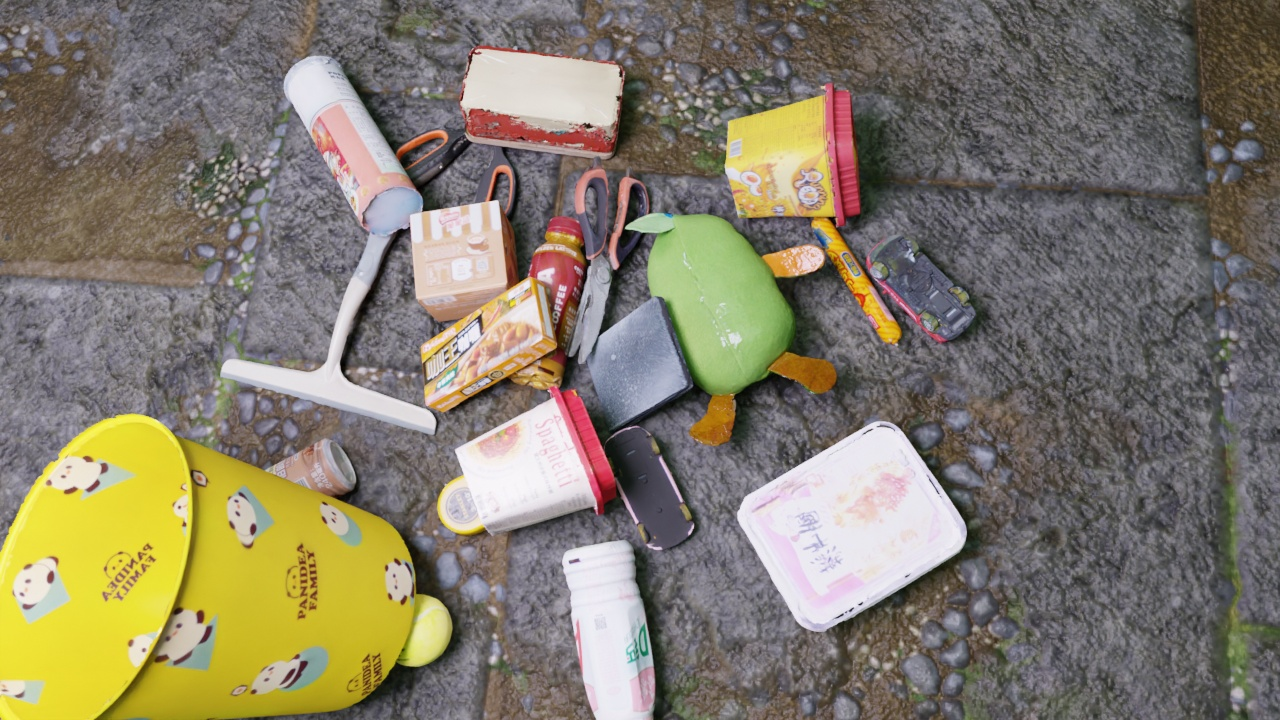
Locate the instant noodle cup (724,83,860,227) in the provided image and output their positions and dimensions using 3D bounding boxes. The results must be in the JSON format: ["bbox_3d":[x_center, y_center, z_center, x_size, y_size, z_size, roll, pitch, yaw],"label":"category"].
[{"bbox_3d":[0.154,-0.200,0.924,0.124,0.116,0.115,-5,53,16],"label":"instant noodle cup"}]

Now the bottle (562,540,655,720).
[{"bbox_3d":[-0.024,0.266,0.832,0.068,0.068,0.196,-11,77,2],"label":"bottle"}]

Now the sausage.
[{"bbox_3d":[0.219,-0.084,0.933,0.021,0.021,0.165,-27,73,-3],"label":"sausage"}]

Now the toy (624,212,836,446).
[{"bbox_3d":[0.079,-0.047,0.901,0.227,0.090,0.246,-27,69,11],"label":"toy"}]

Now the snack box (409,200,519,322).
[{"bbox_3d":[-0.178,-0.101,0.947,0.093,0.077,0.094,-9,74,3],"label":"snack box"}]

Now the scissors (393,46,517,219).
[{"bbox_3d":[-0.168,-0.243,1.019,0.221,0.022,0.224,-19,75,-6],"label":"scissors"}]

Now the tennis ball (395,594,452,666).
[{"bbox_3d":[-0.208,0.251,0.853,0.065,0.065,0.065,-1,74,5],"label":"tennis ball"}]

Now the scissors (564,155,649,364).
[{"bbox_3d":[-0.048,-0.106,0.930,0.205,0.015,0.194,-38,108,-37],"label":"scissors"}]

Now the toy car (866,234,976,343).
[{"bbox_3d":[0.275,-0.070,0.911,0.053,0.045,0.120,-37,79,-8],"label":"toy car"}]

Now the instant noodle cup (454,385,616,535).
[{"bbox_3d":[-0.097,0.101,0.854,0.124,0.117,0.116,-22,73,-9],"label":"instant noodle cup"}]

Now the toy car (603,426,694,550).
[{"bbox_3d":[0.007,0.123,0.887,0.056,0.037,0.122,-26,86,-2],"label":"toy car"}]

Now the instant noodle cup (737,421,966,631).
[{"bbox_3d":[0.192,0.153,0.847,0.173,0.060,0.138,-30,73,-2],"label":"instant noodle cup"}]

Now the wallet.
[{"bbox_3d":[-0.005,0.005,0.894,0.121,0.019,0.097,-34,68,40],"label":"wallet"}]

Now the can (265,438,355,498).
[{"bbox_3d":[-0.346,0.128,0.906,0.116,0.058,0.058,-28,73,-3],"label":"can"}]

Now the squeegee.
[{"bbox_3d":[-0.296,-0.071,0.969,0.246,0.039,0.246,14,75,9],"label":"squeegee"}]

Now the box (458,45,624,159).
[{"bbox_3d":[-0.104,-0.278,0.979,0.168,0.079,0.091,7,72,0],"label":"box"}]

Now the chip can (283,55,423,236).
[{"bbox_3d":[-0.309,-0.232,0.986,0.071,0.071,0.214,-33,66,-5],"label":"chip can"}]

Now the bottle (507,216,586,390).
[{"bbox_3d":[-0.092,-0.060,0.936,0.057,0.057,0.174,9,75,8],"label":"bottle"}]

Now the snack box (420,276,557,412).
[{"bbox_3d":[-0.152,-0.014,0.905,0.154,0.026,0.075,-29,56,24],"label":"snack box"}]

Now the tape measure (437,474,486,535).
[{"bbox_3d":[-0.168,0.143,0.900,0.057,0.029,0.060,-26,73,-4],"label":"tape measure"}]

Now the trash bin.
[{"bbox_3d":[-0.342,0.189,0.759,0.230,0.255,0.229,-12,65,26],"label":"trash bin"}]
